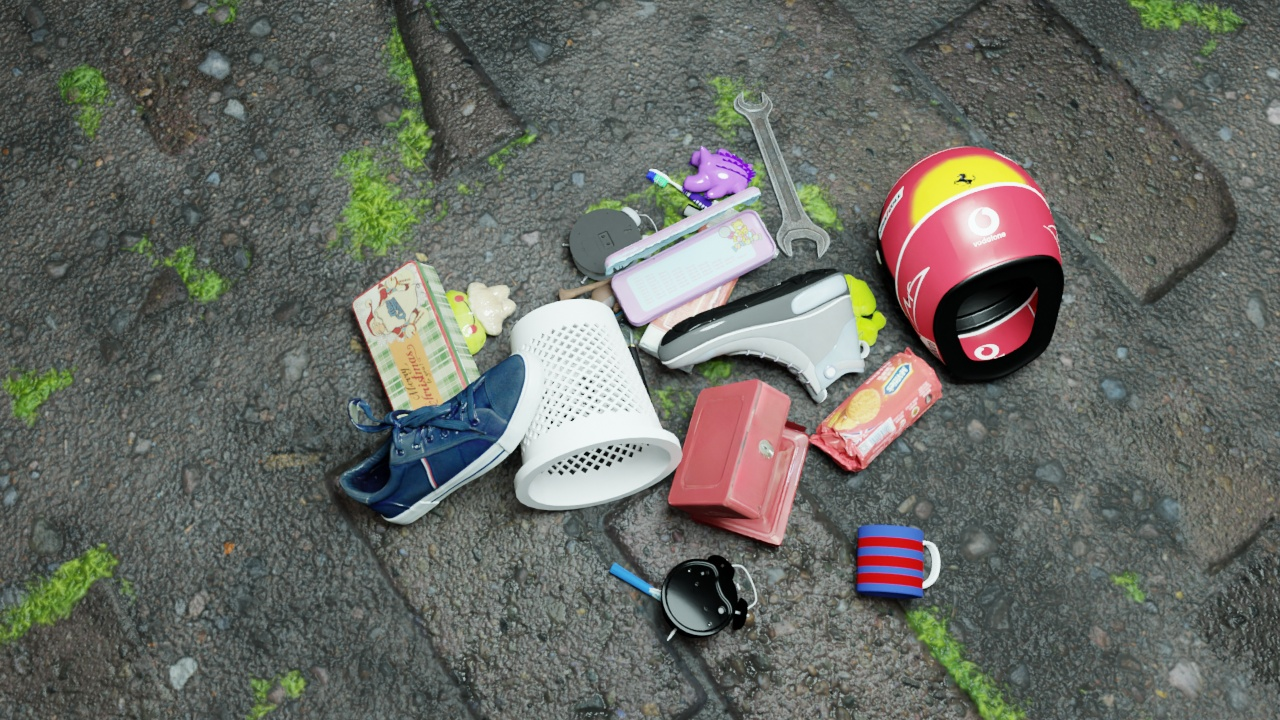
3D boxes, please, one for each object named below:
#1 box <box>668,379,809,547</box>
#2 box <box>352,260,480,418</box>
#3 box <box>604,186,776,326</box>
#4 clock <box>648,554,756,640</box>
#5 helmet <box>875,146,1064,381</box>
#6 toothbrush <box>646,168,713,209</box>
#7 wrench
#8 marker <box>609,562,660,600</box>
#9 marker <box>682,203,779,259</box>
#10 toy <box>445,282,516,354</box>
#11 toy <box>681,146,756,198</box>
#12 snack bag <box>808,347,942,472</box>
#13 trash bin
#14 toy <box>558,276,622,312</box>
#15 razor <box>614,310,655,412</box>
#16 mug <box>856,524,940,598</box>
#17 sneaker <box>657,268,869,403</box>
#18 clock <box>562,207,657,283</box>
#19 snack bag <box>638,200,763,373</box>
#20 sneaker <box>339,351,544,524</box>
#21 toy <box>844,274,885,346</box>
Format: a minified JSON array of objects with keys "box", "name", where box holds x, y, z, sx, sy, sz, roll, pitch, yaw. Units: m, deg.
[{"box":[0.119,0.116,1.077,0.152,0.165,0.157,14,73,9],"name":"box"},{"box":[-0.278,-0.014,1.149,0.118,0.050,0.205,-30,74,22],"name":"box"},{"box":[0.064,-0.133,1.136,0.214,0.093,0.089,-27,78,-4],"name":"box"},{"box":[0.078,0.279,1.076,0.120,0.043,0.091,-15,65,-16],"name":"clock"},{"box":[0.396,-0.136,1.124,0.198,0.271,0.224,-20,52,8],"name":"helmet"},{"box":[0.090,-0.213,1.254,0.187,0.015,0.016,31,80,9],"name":"toothbrush"},{"box":[0.191,-0.259,1.272,0.070,0.010,0.273,-15,73,-5],"name":"wrench"},{"box":[0.026,0.284,1.099,0.142,0.013,0.013,30,75,8],"name":"marker"},{"box":[0.123,-0.174,1.241,0.140,0.016,0.016,28,74,8],"name":"marker"},{"box":[-0.218,-0.057,1.189,0.117,0.043,0.092,-26,73,-5],"name":"toy"},{"box":[0.110,-0.256,1.245,0.088,0.056,0.105,20,52,-4],"name":"toy"},{"box":[0.296,0.066,1.138,0.176,0.082,0.082,-40,77,-11],"name":"snack bag"},{"box":[-0.071,0.047,1.093,0.195,0.196,0.199,-14,63,-5],"name":"trash bin"},{"box":[-0.051,-0.083,1.198,0.102,0.041,0.055,-18,112,4],"name":"toy"},{"box":[-0.007,0.007,1.183,0.022,0.043,0.144,-5,71,-48],"name":"razor"},{"box":[0.310,0.242,1.088,0.111,0.075,0.076,14,71,-24],"name":"mug"},{"box":[0.158,-0.005,1.141,0.256,0.093,0.160,-23,102,-9],"name":"sneaker"},{"box":[-0.036,-0.158,1.226,0.122,0.035,0.094,-24,74,-8],"name":"clock"},{"box":[0.081,-0.096,1.197,0.077,0.041,0.225,26,81,7],"name":"snack bag"},{"box":[-0.237,0.074,1.039,0.295,0.127,0.120,-38,46,21],"name":"sneaker"},{"box":[0.274,-0.067,1.199,0.094,0.036,0.093,11,81,6],"name":"toy"}]
